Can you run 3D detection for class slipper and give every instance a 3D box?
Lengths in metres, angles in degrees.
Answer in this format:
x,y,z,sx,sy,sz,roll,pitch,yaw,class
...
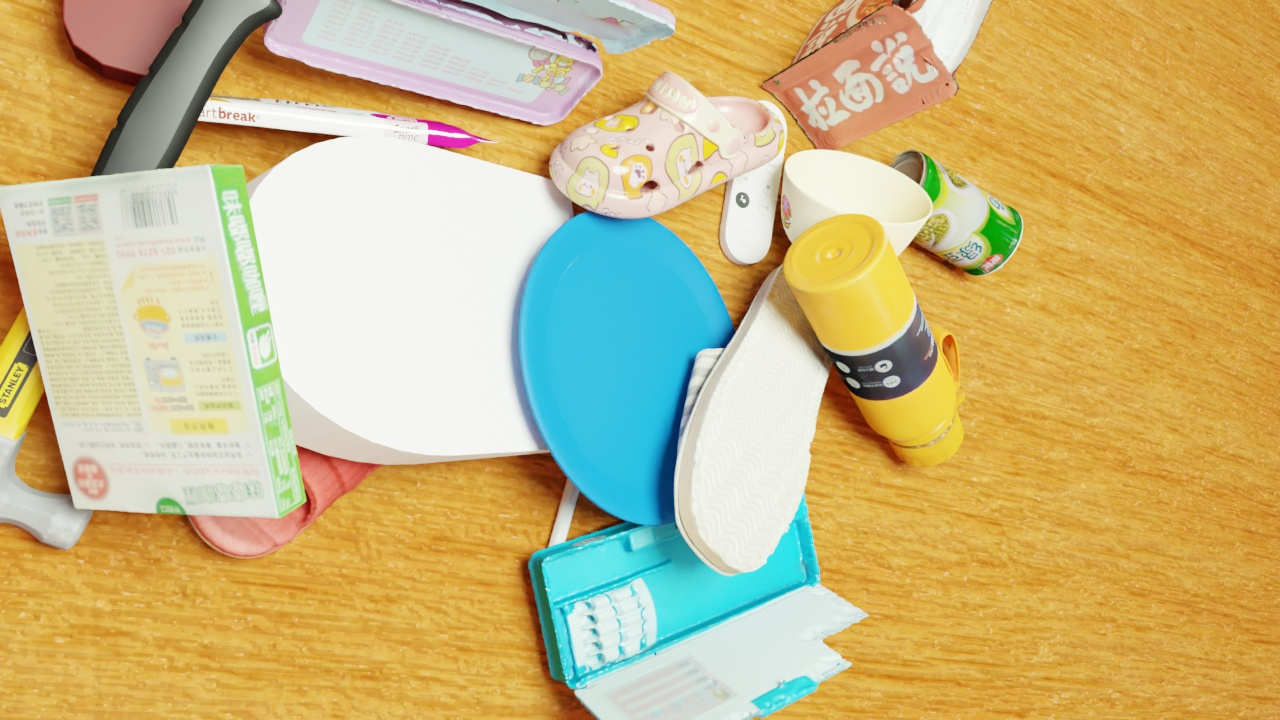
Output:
x,y,z,sx,sy,sz,roll,pitch,yaw,class
-0.179,0.012,0.568,0.103,0.059,0.248,46,67,-17,slipper
0.024,-0.168,0.655,0.196,0.093,0.082,-25,140,-31,slipper
0.087,0.033,0.679,0.114,0.054,0.271,46,49,-25,slipper

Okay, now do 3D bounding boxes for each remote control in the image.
x,y,z,sx,sy,sz,roll,pitch,yaw,class
0.091,-0.143,0.738,0.043,0.013,0.136,14,80,-25,remote control

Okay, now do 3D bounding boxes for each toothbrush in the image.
x,y,z,sx,sy,sz,roll,pitch,yaw,class
-0.043,0.077,0.653,0.012,0.017,0.186,23,77,-34,toothbrush

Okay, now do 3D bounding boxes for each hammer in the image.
x,y,z,sx,sy,sz,roll,pitch,yaw,class
-0.290,-0.063,0.487,0.127,0.029,0.323,29,90,-23,hammer

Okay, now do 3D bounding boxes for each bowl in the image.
x,y,z,sx,sy,sz,roll,pitch,yaw,class
0.161,-0.107,0.731,0.117,0.118,0.074,-8,132,-27,bowl

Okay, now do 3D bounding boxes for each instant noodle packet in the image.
x,y,z,sx,sy,sz,roll,pitch,yaw,class
0.221,-0.285,0.729,0.084,0.165,0.220,43,70,-16,instant noodle packet

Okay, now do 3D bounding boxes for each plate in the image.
x,y,z,sx,sy,sz,roll,pitch,yaw,class
-0.004,0.004,0.649,0.224,0.024,0.224,16,68,-44,plate

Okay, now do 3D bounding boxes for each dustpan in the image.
x,y,z,sx,sy,sz,roll,pitch,yaw,class
-0.137,-0.033,0.564,0.257,0.053,0.191,3,75,-52,dustpan

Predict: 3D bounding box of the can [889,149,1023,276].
x,y,z,sx,sy,sz,roll,pitch,yaw,class
0.265,-0.126,0.793,0.121,0.067,0.067,24,76,-23,can

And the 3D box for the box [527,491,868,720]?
x,y,z,sx,sy,sz,roll,pitch,yaw,class
0.048,0.180,0.651,0.226,0.087,0.168,-13,58,-31,box

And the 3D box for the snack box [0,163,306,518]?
x,y,z,sx,sy,sz,roll,pitch,yaw,class
-0.238,-0.007,0.449,0.027,0.132,0.168,-38,125,-67,snack box

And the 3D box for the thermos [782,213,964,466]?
x,y,z,sx,sy,sz,roll,pitch,yaw,class
0.195,-0.008,0.703,0.091,0.076,0.233,-26,130,15,thermos

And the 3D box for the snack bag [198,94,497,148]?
x,y,z,sx,sy,sz,roll,pitch,yaw,class
-0.194,-0.149,0.567,0.196,0.070,0.016,0,106,-26,snack bag

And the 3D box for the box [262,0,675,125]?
x,y,z,sx,sy,sz,roll,pitch,yaw,class
-0.099,-0.204,0.551,0.213,0.152,0.040,4,77,-40,box

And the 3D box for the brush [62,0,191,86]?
x,y,z,sx,sy,sz,roll,pitch,yaw,class
-0.289,-0.245,0.539,0.082,0.042,0.173,0,86,-27,brush
